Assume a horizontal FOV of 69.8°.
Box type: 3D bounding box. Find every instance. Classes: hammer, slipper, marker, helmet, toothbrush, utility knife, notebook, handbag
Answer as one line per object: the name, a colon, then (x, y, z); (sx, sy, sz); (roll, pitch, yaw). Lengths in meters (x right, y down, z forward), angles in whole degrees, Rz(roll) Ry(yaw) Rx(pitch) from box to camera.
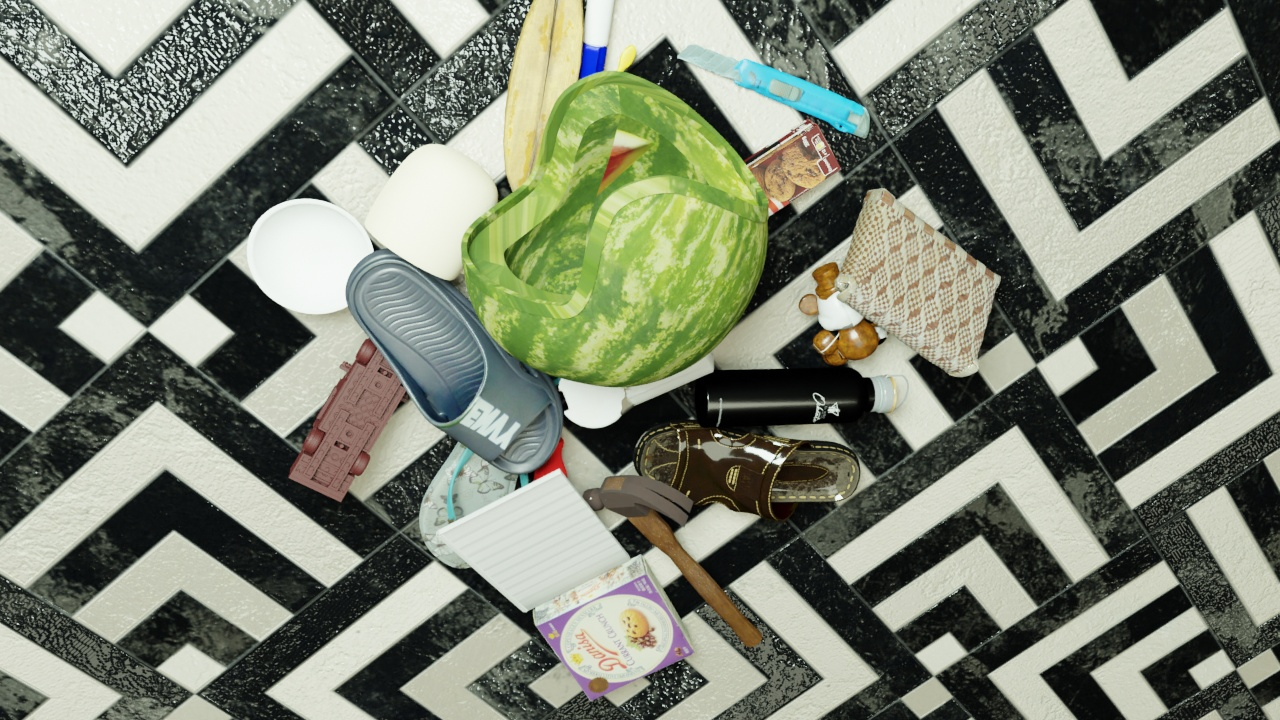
hammer: (0.058, 0.240, 1.067); (0.116, 0.033, 0.323); (-10, 131, 37)
slipper: (-0.167, 0.010, 0.862); (0.111, 0.083, 0.268); (-38, 113, 4)
marker: (-0.035, -0.313, 0.798); (0.023, 0.027, 0.133); (11, 114, 2)
helmet: (-0.017, -0.089, 0.795); (0.243, 0.213, 0.248); (23, 123, -39)
slipper: (-0.168, 0.129, 0.970); (0.098, 0.054, 0.269); (16, 117, -17)
toothbrush: (-0.041, -0.230, 0.847); (0.021, 0.016, 0.136); (25, 112, -21)
utility knife: (0.130, -0.255, 0.861); (0.205, 0.015, 0.031); (16, 108, -15)
slipper: (0.122, 0.125, 1.011); (0.267, 0.075, 0.113); (8, 114, -13)
notebook: (-0.110, 0.204, 1.006); (0.142, 0.009, 0.210); (-27, 139, 2)
handbag: (0.279, -0.076, 0.930); (0.185, 0.047, 0.124); (31, 71, -21)

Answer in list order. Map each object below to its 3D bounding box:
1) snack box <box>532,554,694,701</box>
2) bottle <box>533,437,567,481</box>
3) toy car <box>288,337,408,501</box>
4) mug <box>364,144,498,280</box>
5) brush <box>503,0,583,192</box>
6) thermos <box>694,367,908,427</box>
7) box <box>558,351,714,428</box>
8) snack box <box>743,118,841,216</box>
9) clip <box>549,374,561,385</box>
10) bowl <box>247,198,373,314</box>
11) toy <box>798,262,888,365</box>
snack box: (-0.031, 0.323, 1.104); (0.148, 0.040, 0.143); (-27, 117, 4)
bottle: (-0.100, 0.137, 1.005); (0.036, 0.036, 0.119); (6, 114, -12)
toy car: (-0.280, 0.049, 0.915); (0.070, 0.062, 0.169); (31, 88, -21)
mug: (-0.171, -0.134, 0.828); (0.120, 0.096, 0.100); (31, 100, -26)
brush: (-0.088, -0.242, 0.816); (0.059, 0.043, 0.196); (8, 114, -14)
thermos: (0.178, 0.038, 0.986); (0.231, 0.061, 0.061); (-1, 116, -8)
box: (-0.007, 0.006, 0.926); (0.166, 0.092, 0.083); (-25, 112, 6)
snack box: (0.118, -0.170, 0.890); (0.141, 0.031, 0.051); (-33, 116, 8)
clip: (-0.134, 0.020, 0.949); (0.127, 0.028, 0.114); (-17, 123, -1)
bowl: (-0.303, -0.102, 0.852); (0.110, 0.040, 0.110); (-5, 117, -9)
toy: (0.212, -0.049, 0.952); (0.087, 0.067, 0.112); (-28, 108, 5)
